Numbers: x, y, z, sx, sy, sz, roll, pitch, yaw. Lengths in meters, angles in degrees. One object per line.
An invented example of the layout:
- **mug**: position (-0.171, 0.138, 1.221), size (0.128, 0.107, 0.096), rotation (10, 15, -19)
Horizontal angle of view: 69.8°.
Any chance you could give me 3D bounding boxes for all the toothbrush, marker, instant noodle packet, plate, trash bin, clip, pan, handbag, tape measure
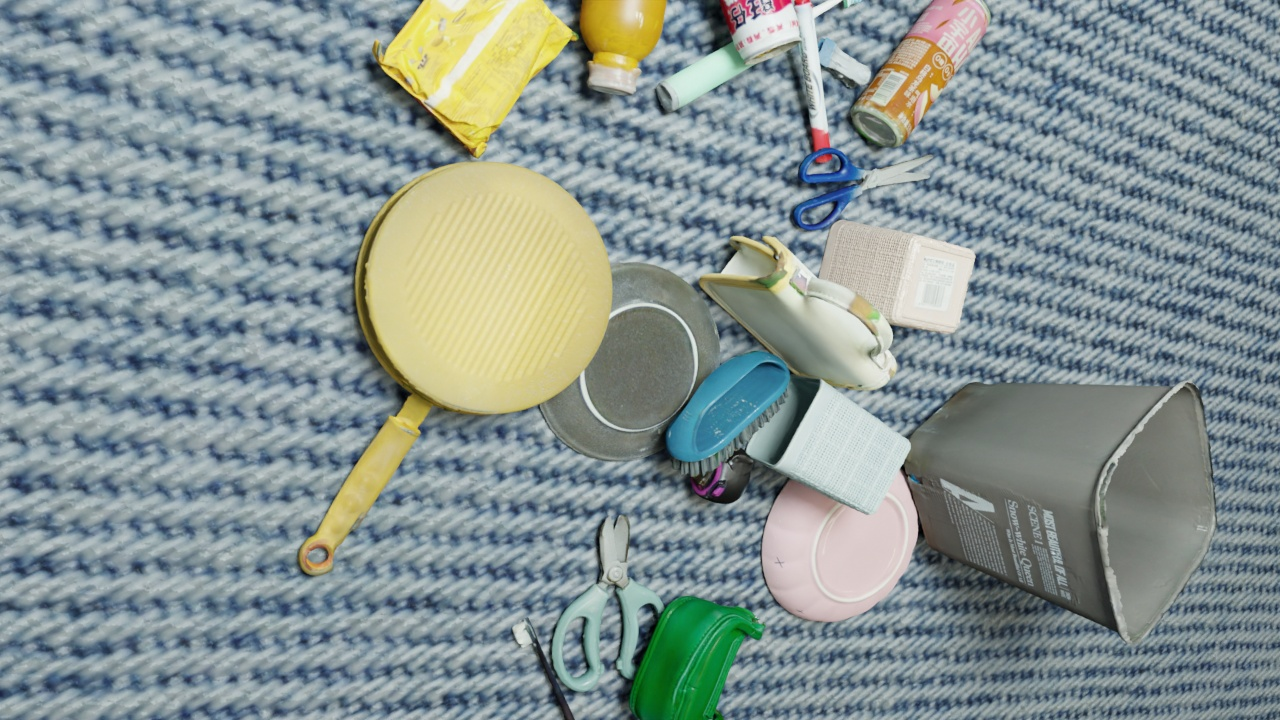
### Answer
- **toothbrush**: position (0.108, -0.275, 0.786), size (0.224, 0.026, 0.027), rotation (-34, 138, -16)
- **marker**: position (0.151, -0.242, 0.801), size (0.017, 0.017, 0.145), rotation (-29, 126, -18)
- **instant noodle packet**: position (-0.120, -0.233, 0.674), size (0.128, 0.044, 0.110), rotation (-51, 124, -3)
- **plate**: position (0.214, 0.183, 0.936), size (0.192, 0.039, 0.192), rotation (-6, 104, -25)
- **trash bin**: position (0.402, 0.125, 0.898), size (0.198, 0.220, 0.199), rotation (-34, 115, -30)
- **plate**: position (-0.005, 0.005, 0.797), size (0.179, 0.024, 0.179), rotation (-6, 104, -25)
- **toothbrush**: position (-0.076, 0.309, 0.837), size (0.018, 0.015, 0.181), rotation (-26, 111, -12)
- **clip**: position (0.181, -0.266, 0.828), size (0.057, 0.032, 0.025), rotation (29, 86, -25)
- **pan**: position (-0.160, 0.013, 0.710), size (0.197, 0.078, 0.357), rotation (32, 81, -22)
- **handbag**: position (0.155, -0.039, 0.777), size (0.163, 0.179, 0.063), rotation (39, 80, -28)
- **handbag**: position (0.058, 0.290, 0.861), size (0.120, 0.068, 0.131), rotation (20, 91, -49)
- **tape measure**: position (0.071, 0.101, 0.837), size (0.039, 0.057, 0.058), rotation (17, 104, -28)

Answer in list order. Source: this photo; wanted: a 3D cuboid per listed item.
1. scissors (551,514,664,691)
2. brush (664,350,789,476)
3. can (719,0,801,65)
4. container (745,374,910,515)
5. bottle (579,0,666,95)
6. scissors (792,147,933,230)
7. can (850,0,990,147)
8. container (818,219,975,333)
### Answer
- **scissors**: position (-0.014, 0.220, 0.846), size (0.143, 0.019, 0.180), rotation (9, 97, -27)
- **brush**: position (0.077, 0.037, 0.808), size (0.143, 0.055, 0.074), rotation (-38, 139, -27)
- **can**: position (0.084, -0.310, 0.734), size (0.053, 0.053, 0.133), rotation (-23, 97, -20)
- **container**: position (0.175, 0.079, 0.848), size (0.111, 0.090, 0.090), rotation (30, 86, -12)
- **bottle**: position (-0.008, -0.301, 0.699), size (0.068, 0.068, 0.189), rotation (5, 100, -27)
- **scissors**: position (0.210, -0.177, 0.856), size (0.172, 0.012, 0.133), rotation (-40, 133, -8)
- **can**: position (0.256, -0.268, 0.841), size (0.058, 0.058, 0.147), rotation (41, 83, -28)
- **container**: position (0.235, -0.076, 0.846), size (0.090, 0.111, 0.090), rotation (9, 97, -28)
